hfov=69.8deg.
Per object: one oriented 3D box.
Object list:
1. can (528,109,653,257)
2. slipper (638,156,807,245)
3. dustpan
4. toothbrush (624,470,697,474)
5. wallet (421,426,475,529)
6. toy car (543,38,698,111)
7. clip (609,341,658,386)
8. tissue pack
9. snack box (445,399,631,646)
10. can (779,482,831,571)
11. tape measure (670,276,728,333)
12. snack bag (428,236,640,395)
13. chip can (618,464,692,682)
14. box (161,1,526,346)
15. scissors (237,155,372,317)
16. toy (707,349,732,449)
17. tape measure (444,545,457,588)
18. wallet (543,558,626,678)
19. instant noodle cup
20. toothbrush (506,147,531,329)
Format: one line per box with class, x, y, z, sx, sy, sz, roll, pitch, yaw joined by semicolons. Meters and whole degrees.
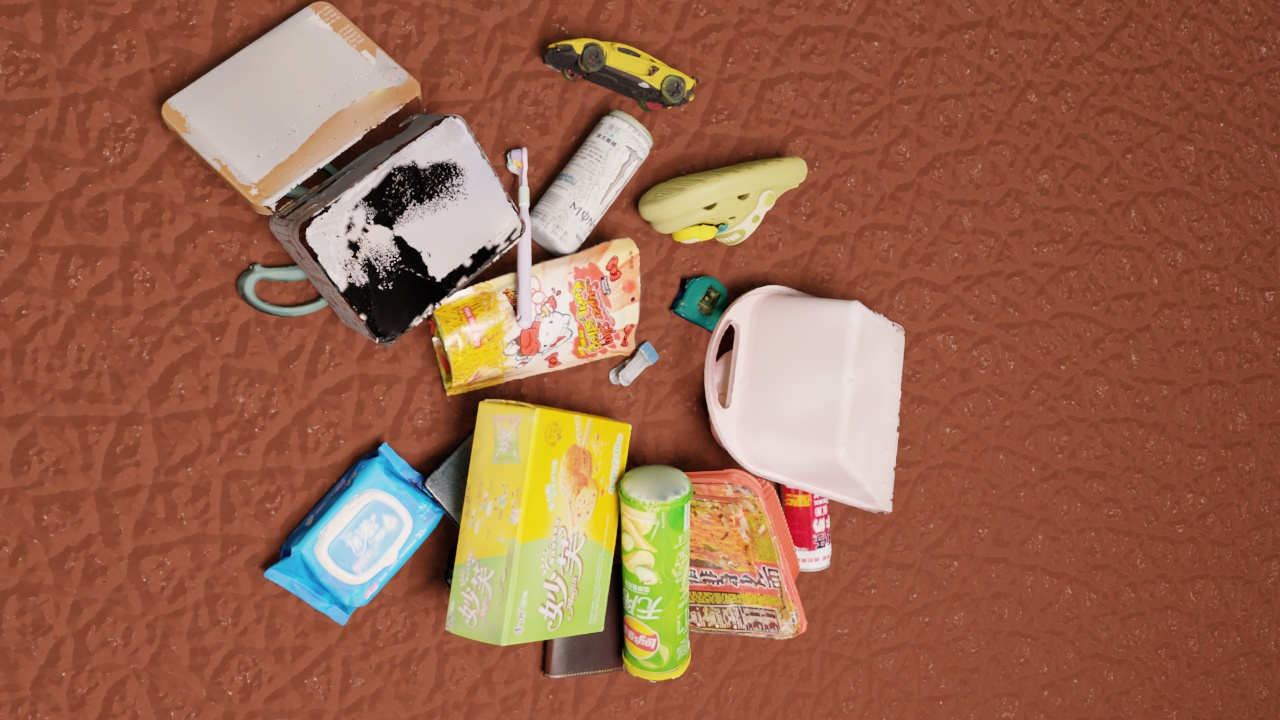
can;-0.051;-0.171;0.895;0.058;0.058;0.146;39;80;-21
slipper;0.092;-0.159;0.942;0.190;0.092;0.081;-20;104;-23
dustpan;0.185;0.032;0.994;0.273;0.139;0.222;35;61;-57
toothbrush;0.030;0.121;0.978;0.185;0.017;0.012;4;56;-23
wallet;-0.144;0.130;0.884;0.121;0.019;0.097;54;47;-16
toy car;-0.018;-0.281;0.892;0.155;0.071;0.041;13;91;-22
clip;-0.007;0.005;0.954;0.056;0.030;0.025;-43;111;-24
tissue pack;-0.257;0.161;0.843;0.095;0.052;0.157;45;78;-20
snack box;-0.089;0.149;0.854;0.157;0.070;0.210;16;80;-57
can;0.184;0.164;1.026;0.053;0.053;0.133;-7;98;-22
tape measure;0.066;-0.062;0.972;0.058;0.025;0.054;26;86;-23
snack bag;-0.095;-0.037;0.881;0.207;0.073;0.129;-16;125;-21
chip can;0.015;0.210;0.911;0.072;0.072;0.221;-10;115;-22
box;-0.243;-0.161;0.776;0.178;0.124;0.274;-44;103;-21
scissors;-0.290;-0.126;0.822;0.172;0.019;0.179;-24;103;-17
toy;0.142;0.045;1.001;0.159;0.054;0.121;2;91;-30
tape measure;-0.159;0.212;0.880;0.033;0.065;0.066;-27;103;2
wallet;-0.052;0.267;0.957;0.096;0.020;0.122;4;92;-28
instant noodle cup;0.086;0.188;0.944;0.078;0.165;0.189;-35;111;-48
toothbrush;-0.110;-0.114;0.846;0.021;0.029;0.189;16;58;-39
